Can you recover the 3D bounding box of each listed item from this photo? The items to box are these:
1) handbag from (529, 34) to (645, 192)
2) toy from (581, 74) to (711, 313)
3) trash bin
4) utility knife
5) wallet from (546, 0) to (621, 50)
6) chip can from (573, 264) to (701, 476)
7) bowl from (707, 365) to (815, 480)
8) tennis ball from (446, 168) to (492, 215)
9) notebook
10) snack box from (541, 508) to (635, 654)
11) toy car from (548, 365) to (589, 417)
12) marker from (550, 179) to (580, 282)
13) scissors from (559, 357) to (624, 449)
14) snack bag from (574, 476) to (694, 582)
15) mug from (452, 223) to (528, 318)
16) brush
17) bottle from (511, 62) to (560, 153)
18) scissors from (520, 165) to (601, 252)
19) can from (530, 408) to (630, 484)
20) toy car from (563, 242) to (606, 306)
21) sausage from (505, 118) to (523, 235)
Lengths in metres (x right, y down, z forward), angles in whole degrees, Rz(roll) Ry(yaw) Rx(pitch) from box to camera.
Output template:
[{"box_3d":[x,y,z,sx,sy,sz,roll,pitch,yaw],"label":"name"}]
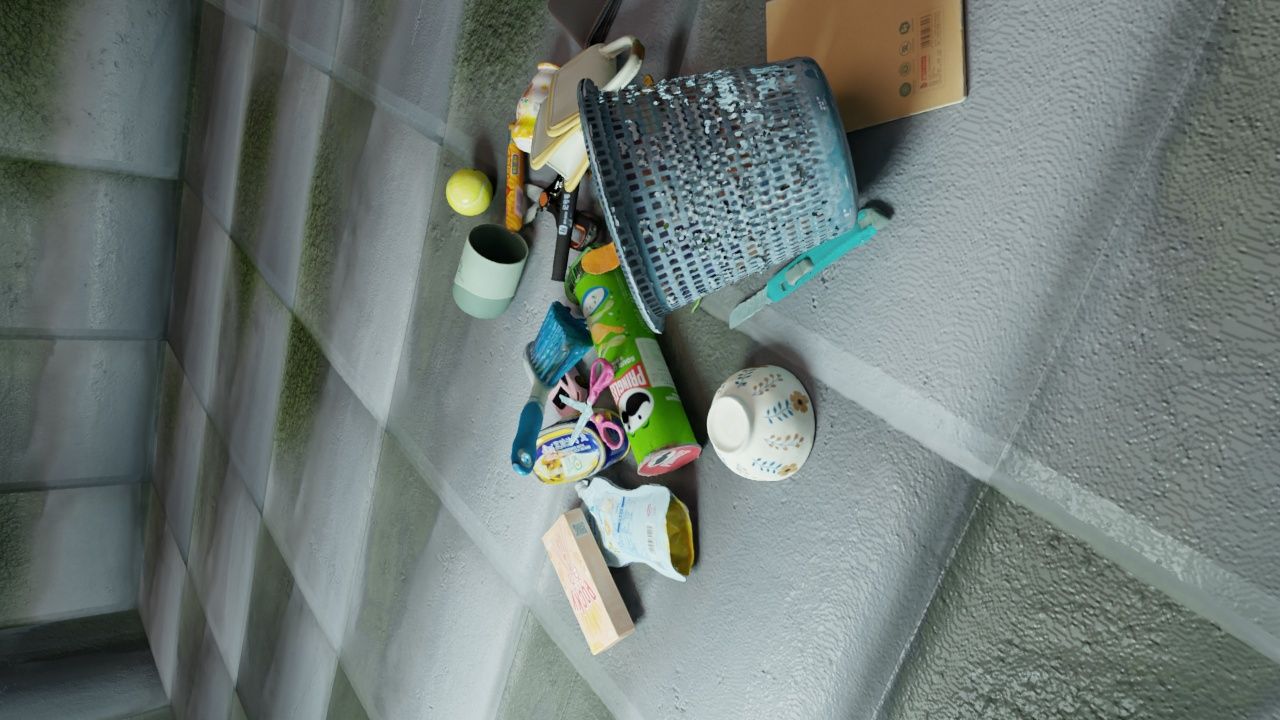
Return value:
[{"box_3d":[-0.058,-0.299,1.025,0.179,0.063,0.163,-47,29,34],"label":"handbag"},{"box_3d":[0.012,-0.172,0.965,0.228,0.089,0.246,-43,59,34],"label":"toy"},{"box_3d":[0.073,-0.156,0.785,0.195,0.226,0.226,-15,75,8],"label":"trash bin"},{"box_3d":[0.150,-0.083,0.860,0.210,0.013,0.029,-38,62,44],"label":"utility knife"},{"box_3d":[-0.068,-0.443,1.116,0.097,0.020,0.122,-56,49,27],"label":"wallet"},{"box_3d":[-0.006,0.006,1.005,0.072,0.072,0.235,-43,58,42],"label":"chip can"},{"box_3d":[0.104,0.060,0.880,0.114,0.062,0.113,-3,87,50],"label":"bowl"},{"box_3d":[-0.240,-0.237,1.289,0.066,0.065,0.065,0,91,50],"label":"tennis ball"},{"box_3d":[0.191,-0.278,0.813,0.208,0.008,0.148,-3,88,51],"label":"notebook"},{"box_3d":[-0.064,0.261,1.085,0.157,0.026,0.085,63,146,19],"label":"snack box"},{"box_3d":[-0.104,0.021,1.150,0.056,0.037,0.122,-57,49,31],"label":"toy car"},{"box_3d":[-0.090,-0.160,1.105,0.022,0.020,0.132,-142,60,-81],"label":"marker"},{"box_3d":[-0.054,0.048,0.999,0.133,0.017,0.128,22,113,53],"label":"scissors"},{"box_3d":[-0.014,0.188,1.038,0.191,0.038,0.110,-4,105,54],"label":"snack bag"},{"box_3d":[-0.204,-0.126,1.234,0.111,0.082,0.107,-98,25,-44],"label":"mug"},{"box_3d":[-0.100,0.021,1.000,0.109,0.060,0.314,-51,16,9],"label":"brush"},{"box_3d":[-0.122,-0.315,1.150,0.063,0.063,0.108,9,86,50],"label":"bottle"},{"box_3d":[-0.102,-0.211,1.162,0.223,0.021,0.220,-60,43,28],"label":"scissors"},{"box_3d":[-0.078,0.104,1.091,0.148,0.049,0.074,-20,93,44],"label":"can"},{"box_3d":[-0.065,-0.103,1.104,0.091,0.036,0.043,-49,56,43],"label":"toy car"},{"box_3d":[-0.167,-0.245,1.221,0.022,0.021,0.165,-15,71,49],"label":"sausage"}]
